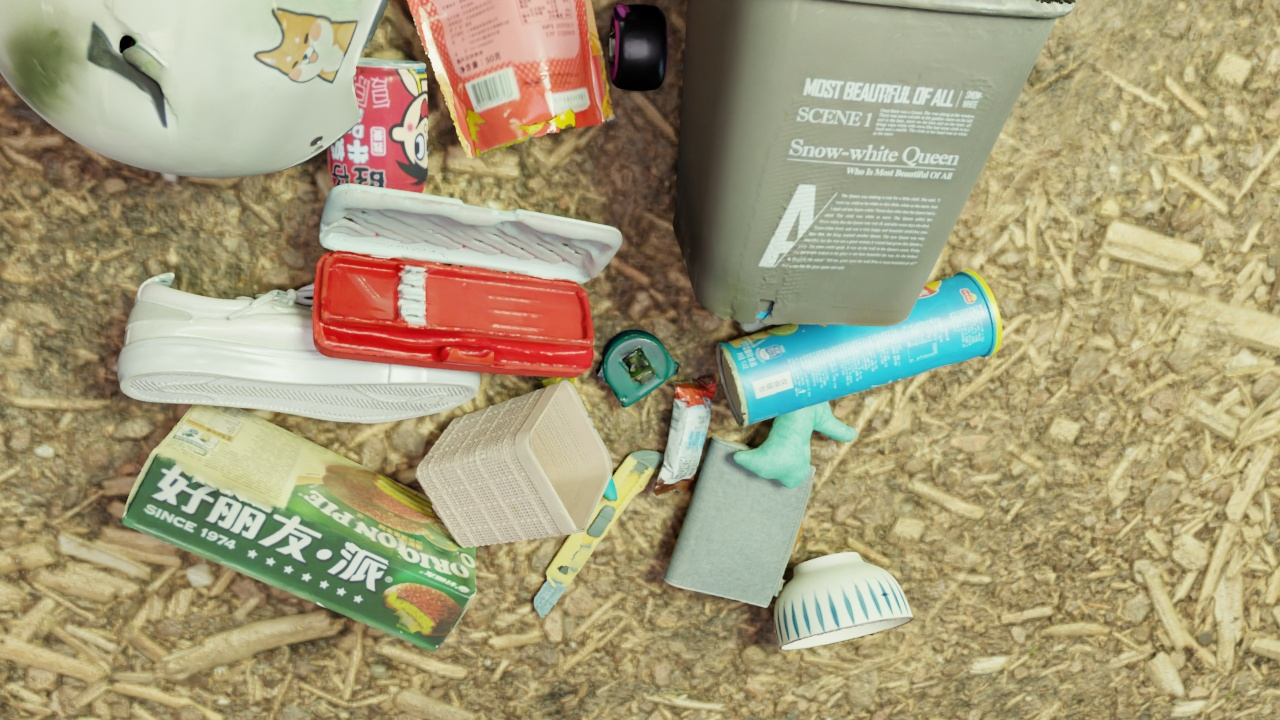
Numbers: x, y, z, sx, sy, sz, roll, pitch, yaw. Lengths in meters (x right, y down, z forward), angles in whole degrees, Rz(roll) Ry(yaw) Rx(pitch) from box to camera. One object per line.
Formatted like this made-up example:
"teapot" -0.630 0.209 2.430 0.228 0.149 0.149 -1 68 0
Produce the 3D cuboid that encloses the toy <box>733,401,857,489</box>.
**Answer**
"toy" 0.131 0.061 0.755 0.096 0.030 0.091 25 78 -14

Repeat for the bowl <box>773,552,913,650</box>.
"bowl" 0.169 0.205 0.794 0.116 0.117 0.066 -10 67 -5

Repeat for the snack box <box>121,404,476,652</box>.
"snack box" -0.240 0.119 0.684 0.240 0.114 0.063 29 102 -18

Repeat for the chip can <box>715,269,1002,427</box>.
"chip can" 0.169 -0.009 0.723 0.210 0.071 0.071 -16 111 -3

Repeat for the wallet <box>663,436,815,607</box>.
"wallet" 0.088 0.138 0.782 0.106 0.037 0.130 17 95 -15

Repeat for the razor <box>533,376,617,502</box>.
"razor" -0.047 0.056 0.737 0.043 0.028 0.132 -30 110 -25

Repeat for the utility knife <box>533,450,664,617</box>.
"utility knife" -0.041 0.146 0.781 0.031 0.019 0.183 32 107 -12

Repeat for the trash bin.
"trash bin" 0.117 -0.153 0.588 0.199 0.198 0.220 2 126 -10

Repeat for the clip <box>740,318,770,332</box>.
"clip" 0.105 -0.040 0.730 0.058 0.037 0.026 -15 116 -2

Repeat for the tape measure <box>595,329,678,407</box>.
"tape measure" -0.004 0.004 0.726 0.058 0.025 0.054 -35 112 4

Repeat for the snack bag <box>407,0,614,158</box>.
"snack bag" -0.094 -0.247 0.604 0.128 0.073 0.208 -16 107 -1

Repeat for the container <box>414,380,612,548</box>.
"container" -0.096 0.082 0.692 0.111 0.089 0.090 -16 115 24

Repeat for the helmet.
"helmet" -0.264 -0.222 0.487 0.230 0.156 0.275 23 120 6

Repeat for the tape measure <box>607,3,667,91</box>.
"tape measure" -0.004 -0.215 0.630 0.039 0.057 0.057 -1 113 -8

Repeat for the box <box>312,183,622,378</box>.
"box" -0.115 -0.049 0.627 0.200 0.100 0.094 5 65 -25

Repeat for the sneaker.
"sneaker" -0.236 -0.013 0.662 0.242 0.090 0.090 6 154 -28

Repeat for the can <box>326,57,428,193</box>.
"can" -0.178 -0.154 0.619 0.066 0.066 0.094 1 110 -9

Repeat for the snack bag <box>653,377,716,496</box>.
"snack bag" 0.037 0.063 0.752 0.045 0.026 0.105 -5 113 -41
